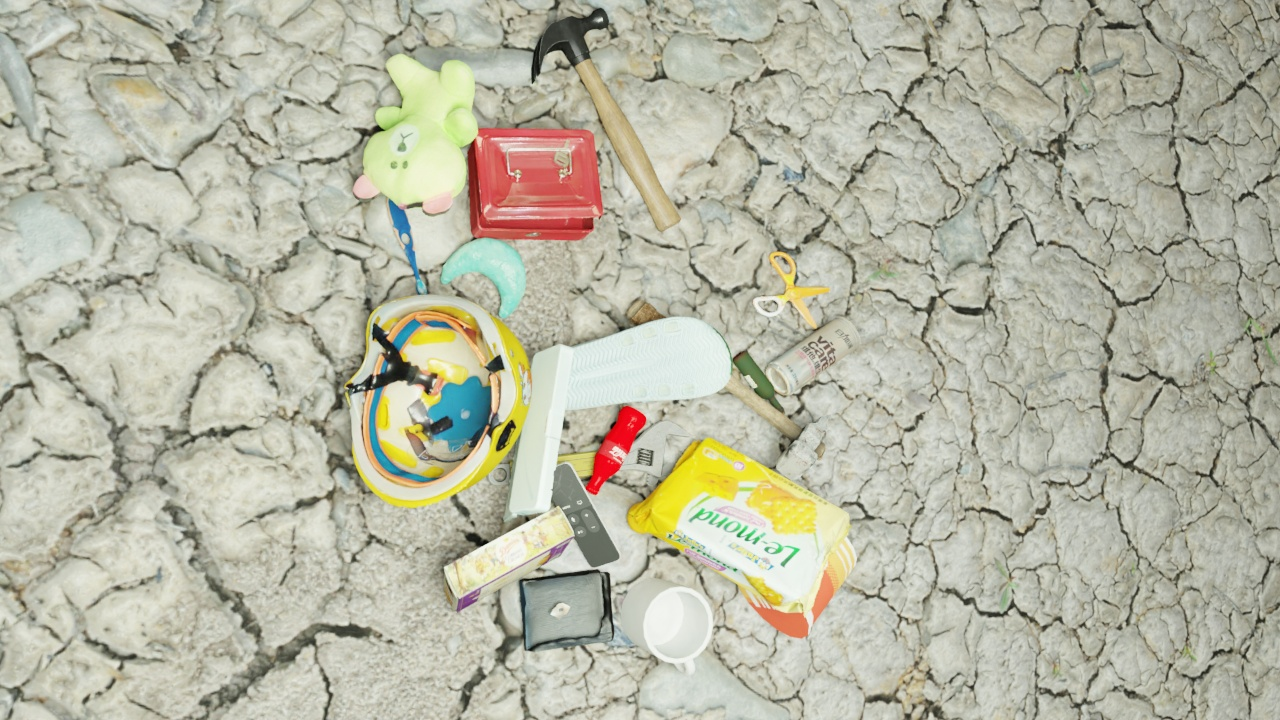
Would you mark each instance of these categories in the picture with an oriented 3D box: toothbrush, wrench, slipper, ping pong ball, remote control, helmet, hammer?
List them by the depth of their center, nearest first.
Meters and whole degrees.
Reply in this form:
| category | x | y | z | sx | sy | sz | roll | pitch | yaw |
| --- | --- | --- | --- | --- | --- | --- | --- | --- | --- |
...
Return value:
| category | x | y | z | sx | sy | sz | roll | pitch | yaw |
| --- | --- | --- | --- | --- | --- | --- | --- | --- | --- |
| helmet | -0.219 | 0.050 | 1.063 | 0.209 | 0.139 | 0.240 | 12 | 87 | 21 |
| toothbrush | -0.287 | -0.142 | 1.132 | 0.021 | 0.017 | 0.135 | -18 | 91 | -22 |
| remote control | -0.075 | 0.195 | 1.152 | 0.045 | 0.008 | 0.147 | -22 | 105 | 19 |
| slipper | -0.007 | 0.007 | 1.167 | 0.245 | 0.074 | 0.104 | -10 | 91 | 7 |
| wrench | -0.062 | 0.129 | 1.182 | 0.273 | 0.018 | 0.083 | -4 | 86 | -20 |
| ping pong ball | 0.003 | 0.204 | 1.185 | 0.040 | 0.040 | 0.040 | 2 | 84 | -19 |
| hammer | 0.115 | 0.026 | 1.213 | 0.319 | 0.049 | 0.121 | 38 | 40 | 1 |
| hammer | -0.036 | -0.312 | 1.230 | 0.132 | 0.040 | 0.305 | -31 | 96 | -23 |

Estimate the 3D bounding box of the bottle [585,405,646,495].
| category | x | y | z | sx | sy | sz | roll | pitch | yaw |
| --- | --- | --- | --- | --- | --- | --- | --- | --- | --- |
| bottle | -0.034 | 0.116 | 1.162 | 0.036 | 0.036 | 0.118 | 33 | 75 | -13 |

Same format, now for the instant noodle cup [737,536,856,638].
| category | x | y | z | sx | sy | sz | roll | pitch | yaw |
| --- | --- | --- | --- | --- | --- | --- | --- | --- | --- |
| instant noodle cup | 0.211 | 0.278 | 1.215 | 0.120 | 0.124 | 0.123 | -37 | 97 | -27 |

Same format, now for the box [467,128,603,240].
| category | x | y | z | sx | sy | sz | roll | pitch | yaw |
| --- | --- | --- | --- | --- | --- | --- | --- | --- | --- |
| box | -0.136 | -0.221 | 1.161 | 0.157 | 0.093 | 0.129 | -2 | 83 | -16 |

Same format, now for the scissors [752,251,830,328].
| category | x | y | z | sx | sy | sz | roll | pitch | yaw |
| --- | --- | --- | --- | --- | --- | --- | --- | --- | --- |
| scissors | 0.211 | -0.093 | 1.305 | 0.128 | 0.011 | 0.125 | -37 | 96 | -17 |

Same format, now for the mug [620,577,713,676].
| category | x | y | z | sx | sy | sz | roll | pitch | yaw |
| --- | --- | --- | --- | --- | --- | --- | --- | --- | --- |
| mug | 0.037 | 0.340 | 1.157 | 0.091 | 0.090 | 0.121 | -21 | 92 | -20 |

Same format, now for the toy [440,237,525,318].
| category | x | y | z | sx | sy | sz | roll | pitch | yaw |
| --- | --- | --- | --- | --- | --- | --- | --- | --- | --- |
| toy | -0.191 | -0.111 | 1.157 | 0.105 | 0.033 | 0.085 | 30 | 89 | -12 |

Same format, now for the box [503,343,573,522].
| category | x | y | z | sx | sy | sz | roll | pitch | yaw |
| --- | --- | --- | --- | --- | --- | --- | --- | --- | --- |
| box | -0.128 | 0.087 | 1.085 | 0.040 | 0.135 | 0.196 | 19 | 68 | -27 |

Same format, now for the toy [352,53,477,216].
| category | x | y | z | sx | sy | sz | roll | pitch | yaw |
| --- | --- | --- | --- | --- | --- | --- | --- | --- | --- |
| toy | -0.261 | -0.264 | 1.106 | 0.150 | 0.107 | 0.196 | 11 | 85 | 18 |

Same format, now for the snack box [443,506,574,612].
| category | x | y | z | sx | sy | sz | roll | pitch | yaw |
| --- | --- | --- | --- | --- | --- | --- | --- | --- | --- |
| snack box | -0.156 | 0.235 | 1.069 | 0.147 | 0.144 | 0.040 | -26 | 76 | -20 |

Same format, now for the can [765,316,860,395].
| category | x | y | z | sx | sy | sz | roll | pitch | yaw |
| --- | --- | --- | --- | --- | --- | --- | --- | --- | --- |
| can | 0.241 | -0.006 | 1.283 | 0.135 | 0.054 | 0.054 | -32 | 95 | -19 |

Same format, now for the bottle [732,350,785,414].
| category | x | y | z | sx | sy | sz | roll | pitch | yaw |
| --- | --- | --- | --- | --- | --- | --- | --- | --- | --- |
| bottle | 0.167 | 0.033 | 1.269 | 0.025 | 0.025 | 0.106 | -41 | 98 | -19 |

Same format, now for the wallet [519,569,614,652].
| category | x | y | z | sx | sy | sz | roll | pitch | yaw |
| --- | --- | --- | --- | --- | --- | --- | --- | --- | --- |
| wallet | -0.093 | 0.311 | 1.148 | 0.114 | 0.026 | 0.089 | -2 | 85 | -19 |

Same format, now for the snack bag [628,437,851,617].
| category | x | y | z | sx | sy | sz | roll | pitch | yaw |
| --- | --- | --- | --- | --- | --- | --- | --- | --- | --- |
| snack bag | 0.128 | 0.204 | 1.150 | 0.247 | 0.068 | 0.159 | 28 | 49 | 19 |
